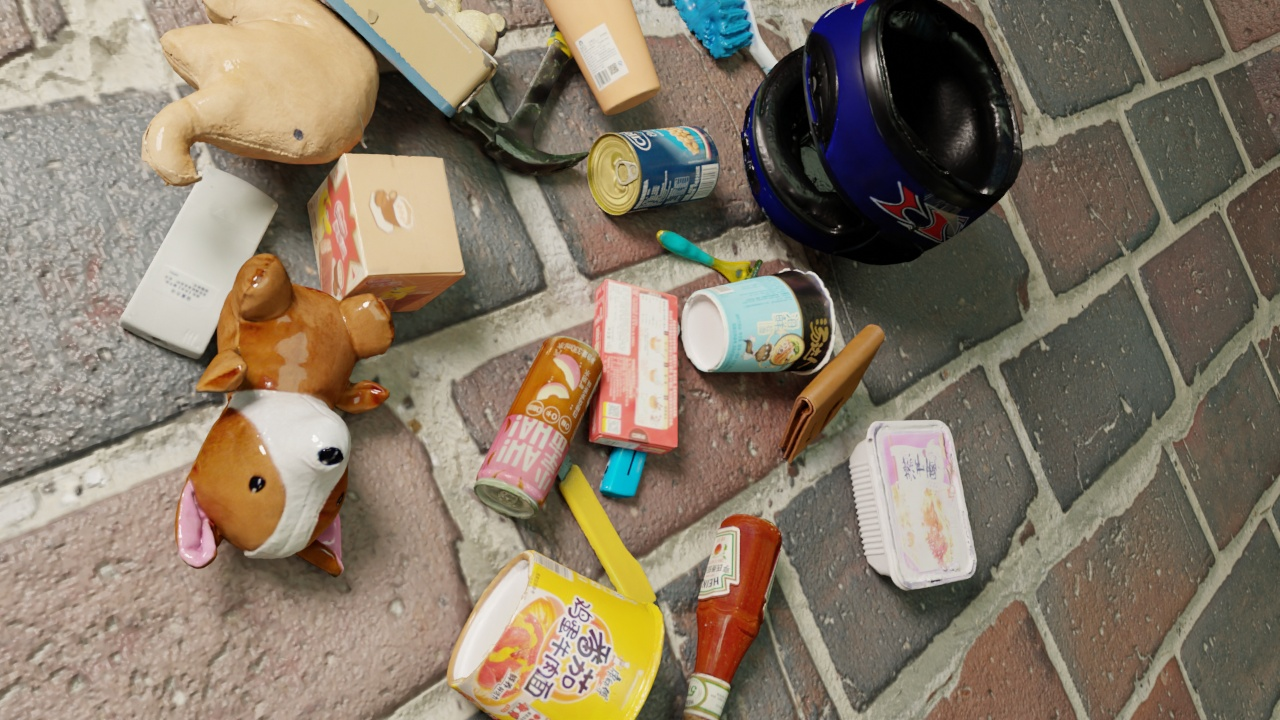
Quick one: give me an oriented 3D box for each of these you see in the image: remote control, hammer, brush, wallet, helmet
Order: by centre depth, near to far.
[{"bbox_3d":[-0.307,-0.070,0.644,0.056,0.019,0.134,28,61,-26],"label":"remote control"},{"bbox_3d":[-0.071,-0.309,0.887,0.126,0.032,0.322,34,58,-24],"label":"hammer"},{"bbox_3d":[0.192,0.034,0.930,0.031,0.108,0.131,37,55,20],"label":"wallet"},{"bbox_3d":[0.220,-0.223,0.934,0.314,0.241,0.247,2,78,-46],"label":"helmet"},{"bbox_3d":[0.121,-0.356,1.033,0.109,0.061,0.314,-36,101,-42],"label":"brush"}]

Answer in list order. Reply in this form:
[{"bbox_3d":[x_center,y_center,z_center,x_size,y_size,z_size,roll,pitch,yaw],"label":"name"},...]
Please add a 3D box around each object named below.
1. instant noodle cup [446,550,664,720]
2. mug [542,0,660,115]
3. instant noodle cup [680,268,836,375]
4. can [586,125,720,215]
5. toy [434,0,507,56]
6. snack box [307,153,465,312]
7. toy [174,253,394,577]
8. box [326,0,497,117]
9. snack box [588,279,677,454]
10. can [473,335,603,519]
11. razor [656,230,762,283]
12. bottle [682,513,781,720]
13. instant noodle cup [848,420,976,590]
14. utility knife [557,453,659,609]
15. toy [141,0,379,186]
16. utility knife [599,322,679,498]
[{"bbox_3d":[-0.066,0.212,0.666,0.110,0.138,0.137,35,57,-14],"label":"instant noodle cup"},{"bbox_3d":[-0.031,-0.295,0.845,0.078,0.078,0.123,-28,96,-39],"label":"mug"},{"bbox_3d":[0.108,-0.032,0.891,0.120,0.111,0.111,-8,80,-30],"label":"instant noodle cup"},{"bbox_3d":[0.015,-0.184,0.882,0.111,0.075,0.075,-17,86,-39],"label":"can"},{"bbox_3d":[-0.192,-0.298,0.773,0.157,0.066,0.105,27,83,-16],"label":"toy"},{"bbox_3d":[-0.193,-0.092,0.687,0.076,0.095,0.092,-6,79,-37],"label":"snack box"},{"bbox_3d":[-0.230,0.041,0.608,0.140,0.131,0.199,22,72,-44],"label":"toy"},{"bbox_3d":[-0.193,-0.270,0.700,0.184,0.089,0.060,41,98,-17],"label":"box"},{"bbox_3d":[-0.005,0.005,0.824,0.075,0.026,0.152,12,63,-23],"label":"snack box"},{"bbox_3d":[-0.081,0.052,0.747,0.058,0.058,0.147,37,57,-22],"label":"can"},{"bbox_3d":[0.066,-0.104,0.924,0.132,0.028,0.043,20,96,-33],"label":"razor"},{"bbox_3d":[0.074,0.236,0.804,0.059,0.060,0.205,34,59,-23],"label":"bottle"},{"bbox_3d":[0.283,0.154,0.983,0.137,0.060,0.173,2,73,-36],"label":"instant noodle cup"},{"bbox_3d":[-0.030,0.151,0.780,0.033,0.015,0.170,-31,94,-44],"label":"utility knife"},{"bbox_3d":[-0.258,-0.189,0.641,0.143,0.083,0.225,18,40,-17],"label":"toy"},{"bbox_3d":[0.005,0.038,0.842,0.034,0.018,0.197,33,57,-23],"label":"utility knife"}]
